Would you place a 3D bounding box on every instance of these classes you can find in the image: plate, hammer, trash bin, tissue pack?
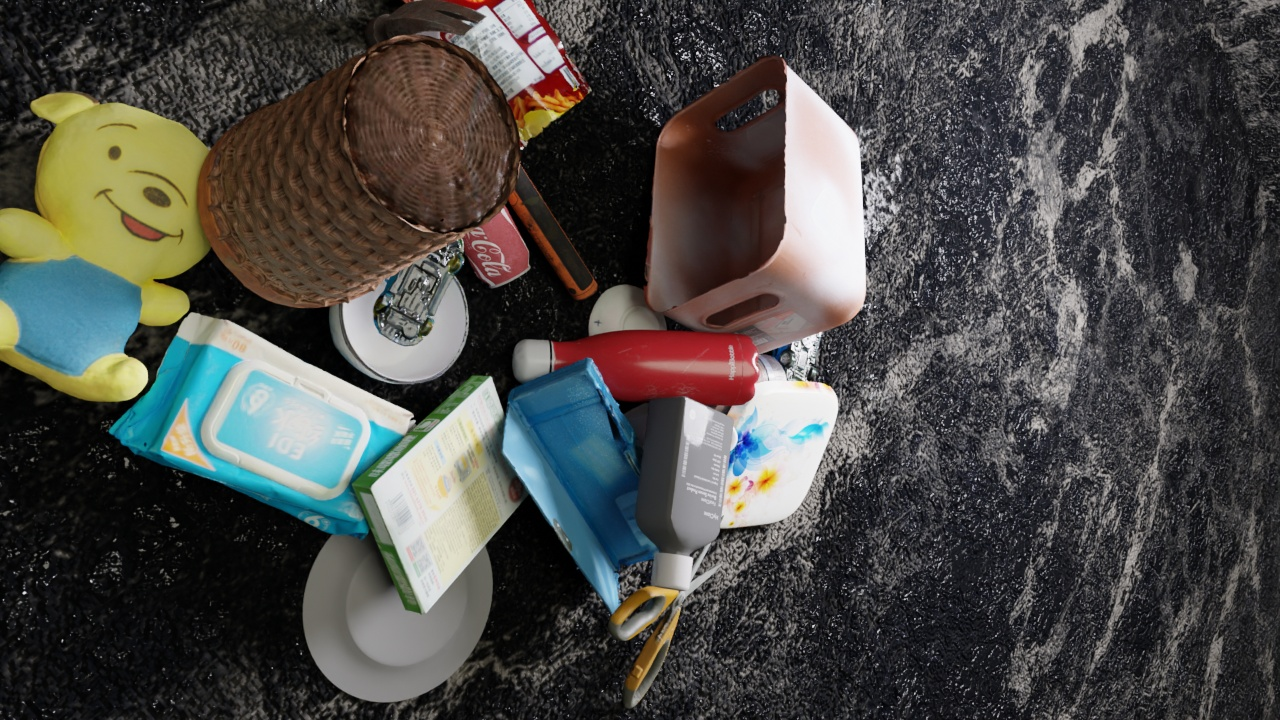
[{"bbox_3d":[-0.206,0.209,0.807,0.178,0.012,0.178,3,86,-39],"label":"plate"},{"bbox_3d":[-0.006,-0.030,0.974,0.104,0.026,0.104,2,87,-39],"label":"plate"},{"bbox_3d":[-0.119,-0.182,0.843,0.034,0.138,0.314,-51,126,-27],"label":"hammer"},{"bbox_3d":[0.150,0.112,1.046,0.186,0.016,0.187,3,112,-42],"label":"plate"},{"bbox_3d":[0.126,-0.154,0.965,0.157,0.182,0.259,26,56,-38],"label":"trash bin"},{"bbox_3d":[-0.190,-0.119,0.622,0.151,0.211,0.151,4,85,-41],"label":"trash bin"},{"bbox_3d":[-0.285,0.054,0.720,0.209,0.066,0.116,32,67,-32],"label":"tissue pack"}]

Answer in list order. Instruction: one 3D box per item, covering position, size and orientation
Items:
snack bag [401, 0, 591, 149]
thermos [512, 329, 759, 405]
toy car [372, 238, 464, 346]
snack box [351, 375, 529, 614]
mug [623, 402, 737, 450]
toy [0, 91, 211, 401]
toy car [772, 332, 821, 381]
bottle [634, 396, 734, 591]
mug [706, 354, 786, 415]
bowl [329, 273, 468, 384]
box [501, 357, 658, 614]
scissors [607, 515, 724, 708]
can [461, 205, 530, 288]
[{"bbox_3d":[-0.137,-0.314,0.862,0.208,0.067,0.138,54,52,-21],"label":"snack bag"},{"bbox_3d":[-0.005,0.005,0.901,0.239,0.073,0.073,2,85,-13],"label":"thermos"},{"bbox_3d":[-0.182,-0.063,0.742,0.048,0.032,0.105,30,75,-34],"label":"toy car"},{"bbox_3d":[-0.164,0.111,0.790,0.167,0.027,0.132,-49,133,-49],"label":"snack box"},{"bbox_3d":[0.042,0.082,0.960,0.114,0.081,0.087,-22,97,1],"label":"mug"},{"bbox_3d":[-0.377,-0.082,0.638,0.149,0.084,0.213,42,60,-53],"label":"toy"},{"bbox_3d":[0.190,-0.021,1.122,0.056,0.044,0.120,28,72,-35],"label":"toy car"},{"bbox_3d":[0.039,0.129,0.870,0.083,0.046,0.173,25,67,-45],"label":"bottle"},{"bbox_3d":[0.097,0.011,1.028,0.107,0.080,0.115,3,71,-40],"label":"mug"},{"bbox_3d":[-0.212,-0.036,0.781,0.116,0.066,0.116,3,86,-39],"label":"bowl"},{"bbox_3d":[-0.037,0.127,0.861,0.112,0.094,0.231,-87,153,-60],"label":"box"},{"bbox_3d":[0.023,0.253,0.922,0.225,0.016,0.229,-62,152,-1],"label":"scissors"},{"bbox_3d":[-0.143,-0.119,0.850,0.053,0.054,0.096,-38,111,-34],"label":"can"}]
